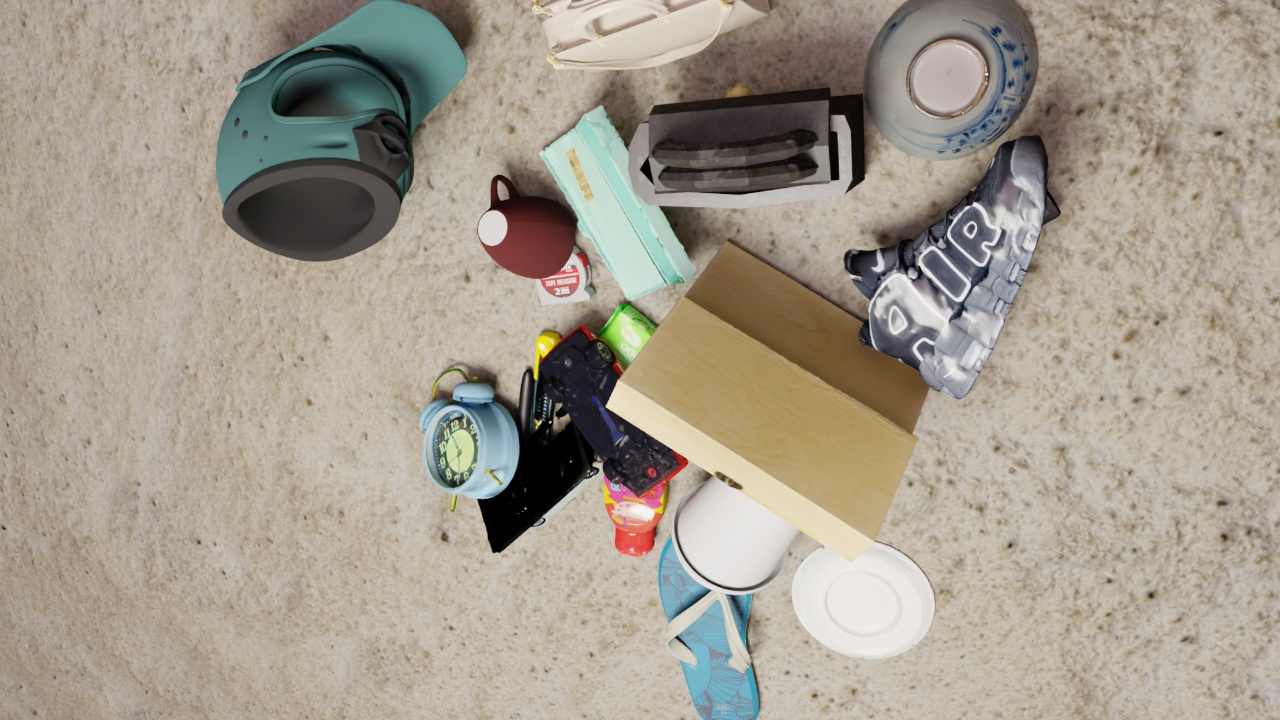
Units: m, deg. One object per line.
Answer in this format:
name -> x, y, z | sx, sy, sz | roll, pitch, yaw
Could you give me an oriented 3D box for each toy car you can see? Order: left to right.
toy car -> -0.106, 0.141, 1.066 | 0.192, 0.071, 0.094 | -45, 55, 31
toy car -> -0.031, 0.055, 0.981 | 0.082, 0.056, 0.189 | -39, 86, 23

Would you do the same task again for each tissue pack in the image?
tissue pack -> -0.006, 0.006, 1.005 | 0.114, 0.034, 0.100 | 38, 116, 0

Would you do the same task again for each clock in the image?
clock -> -0.205, 0.088, 1.076 | 0.118, 0.060, 0.162 | -34, 66, 30

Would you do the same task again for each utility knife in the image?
utility knife -> -0.112, 0.048, 1.067 | 0.029, 0.020, 0.173 | 14, 116, 15

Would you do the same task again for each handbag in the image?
handbag -> 0.003, -0.307, 0.785 | 0.195, 0.197, 0.101 | -11, 106, 23
handbag -> 0.087, -0.188, 0.802 | 0.197, 0.198, 0.102 | 0, 110, 18

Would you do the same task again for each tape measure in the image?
tape measure -> -0.084, -0.092, 0.999 | 0.060, 0.020, 0.062 | -6, 108, 21

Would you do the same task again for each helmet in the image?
helmet -> -0.305, -0.232, 0.925 | 0.276, 0.200, 0.176 | -16, 149, 37

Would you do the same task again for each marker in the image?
marker -> -0.139, 0.072, 1.084 | 0.015, 0.018, 0.134 | 21, 117, 26

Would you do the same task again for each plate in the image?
plate -> 0.248, 0.272, 1.029 | 0.157, 0.014, 0.157 | 7, 112, 17

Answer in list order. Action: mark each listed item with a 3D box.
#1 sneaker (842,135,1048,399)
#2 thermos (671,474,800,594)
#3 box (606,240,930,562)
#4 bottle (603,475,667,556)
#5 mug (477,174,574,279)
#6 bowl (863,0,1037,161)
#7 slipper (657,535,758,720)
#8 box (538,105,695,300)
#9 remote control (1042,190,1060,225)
sneaker -> 0.261, -0.094, 0.819 | 0.151, 0.097, 0.253 | 19, 128, 15
thermos -> 0.118, 0.141, 0.922 | 0.131, 0.131, 0.222 | 31, 142, 5
box -> 0.133, 0.021, 0.844 | 0.247, 0.252, 0.068 | 33, 133, 5
bottle -> -0.006, 0.160, 1.056 | 0.071, 0.048, 0.134 | 7, 113, 14
mug -> -0.132, -0.143, 0.949 | 0.087, 0.088, 0.114 | -26, 79, 24
bowl -> 0.267, -0.246, 0.796 | 0.151, 0.056, 0.151 | 7, 112, 17
slipper -> 0.080, 0.326, 1.086 | 0.118, 0.060, 0.295 | -1, 110, 23
box -> -0.021, -0.153, 0.926 | 0.187, 0.052, 0.139 | 60, 159, -10
remote control -> 0.313, -0.116, 0.852 | 0.141, 0.021, 0.045 | -33, 100, 31
